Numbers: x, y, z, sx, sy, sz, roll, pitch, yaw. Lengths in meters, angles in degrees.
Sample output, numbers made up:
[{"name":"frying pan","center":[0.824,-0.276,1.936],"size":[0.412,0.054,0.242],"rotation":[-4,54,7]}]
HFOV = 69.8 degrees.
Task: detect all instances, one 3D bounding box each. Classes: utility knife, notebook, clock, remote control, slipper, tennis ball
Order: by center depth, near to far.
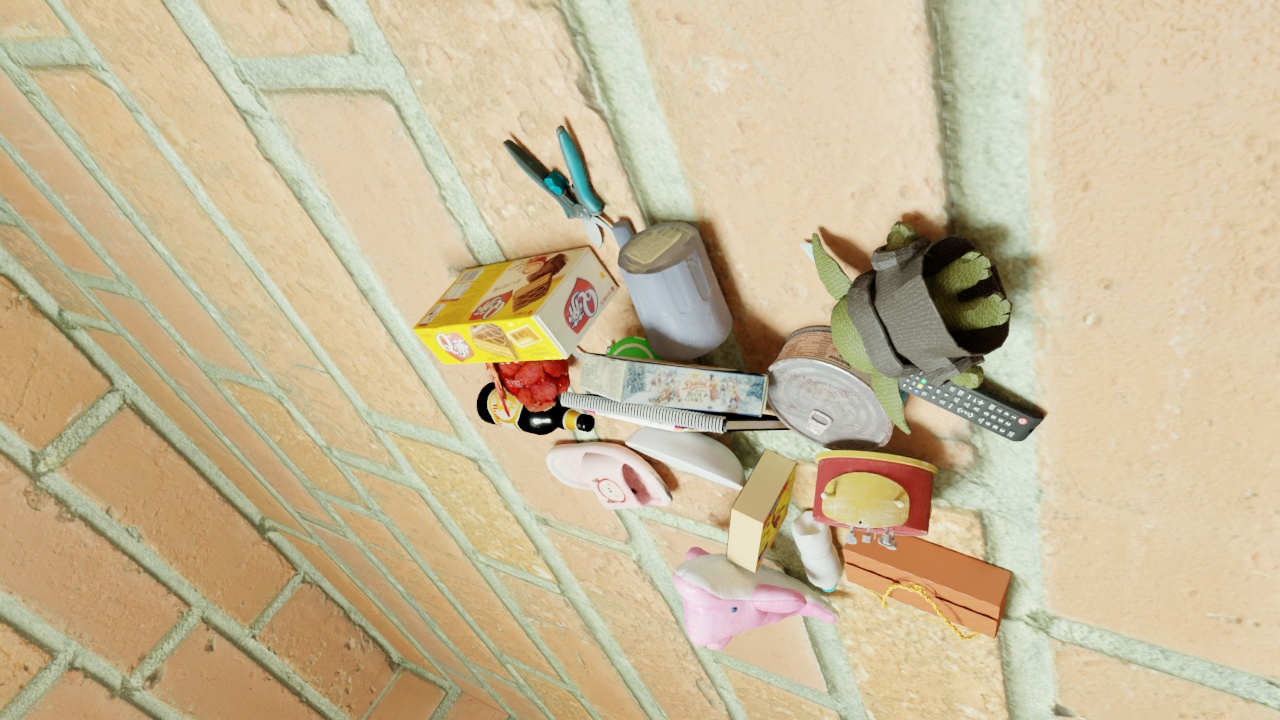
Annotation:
[{"name":"remote control","center":[0.274,0.029,0.793],"size":[0.147,0.015,0.033],"rotation":[26,136,5]},{"name":"utility knife","center":[0.193,-0.043,0.797],"size":[0.022,0.015,0.165],"rotation":[-30,109,41]},{"name":"clock","center":[0.232,0.145,0.913],"size":[0.117,0.081,0.159],"rotation":[3,165,23]},{"name":"notebook","center":[0.040,0.053,0.959],"size":[0.207,0.016,0.148],"rotation":[7,-179,38]},{"name":"tennis ball","center":[-0.006,0.006,1.002],"size":[0.065,0.065,0.065],"rotation":[25,148,17]},{"name":"slipper","center":[-0.051,0.159,1.265],"size":[0.222,0.055,0.107],"rotation":[4,135,43]}]

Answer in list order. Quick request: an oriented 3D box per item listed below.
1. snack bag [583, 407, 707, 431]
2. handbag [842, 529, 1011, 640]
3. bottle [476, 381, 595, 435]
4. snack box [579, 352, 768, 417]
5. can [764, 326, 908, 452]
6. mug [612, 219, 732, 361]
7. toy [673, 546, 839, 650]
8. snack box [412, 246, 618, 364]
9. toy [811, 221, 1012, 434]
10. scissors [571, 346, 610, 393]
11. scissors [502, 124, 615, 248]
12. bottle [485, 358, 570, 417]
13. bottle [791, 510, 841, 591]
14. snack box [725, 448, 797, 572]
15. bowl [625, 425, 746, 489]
[{"name":"snack bag","center":[0.007,0.064,1.039],"size":[0.070,0.016,0.197],"rotation":[2,-176,-40]},{"name":"handbag","center":[0.319,0.257,1.040],"size":[0.172,0.060,0.109],"rotation":[17,148,28]},{"name":"bottle","center":[-0.136,0.069,1.220],"size":[0.182,0.059,0.059],"rotation":[9,140,36]},{"name":"snack box","center":[0.028,0.022,0.903],"size":[0.145,0.042,0.144],"rotation":[6,-179,-19]},{"name":"can","center":[0.184,0.030,0.871],"size":[0.130,0.044,0.130],"rotation":[25,148,17]},{"name":"mug","center":[0.022,-0.073,0.869],"size":[0.124,0.083,0.104],"rotation":[42,162,49]},{"name":"toy","center":[0.126,0.312,1.160],"size":[0.265,0.128,0.187],"rotation":[17,-178,-43]},{"name":"snack box","center":[-0.143,-0.055,1.008],"size":[0.231,0.109,0.062],"rotation":[-2,134,46]},{"name":"toy","center":[0.214,-0.037,0.717],"size":[0.153,0.078,0.179],"rotation":[-24,92,60]},{"name":"scissors","center":[-0.027,0.032,1.110],"size":[0.175,0.014,0.142],"rotation":[37,152,-5]},{"name":"scissors","center":[-0.068,-0.168,0.872],"size":[0.155,0.019,0.125],"rotation":[35,151,-3]},{"name":"bottle","center":[-0.142,0.006,1.106],"size":[0.099,0.098,0.111],"rotation":[6,135,40]},{"name":"bottle","center":[0.219,0.239,1.122],"size":[0.044,0.044,0.136],"rotation":[11,142,34]},{"name":"snack box","center":[0.140,0.177,1.071],"size":[0.040,0.088,0.126],"rotation":[24,147,19]},{"name":"bowl","center":[0.059,0.105,1.071],"size":[0.149,0.043,0.149],"rotation":[21,172,3]}]
